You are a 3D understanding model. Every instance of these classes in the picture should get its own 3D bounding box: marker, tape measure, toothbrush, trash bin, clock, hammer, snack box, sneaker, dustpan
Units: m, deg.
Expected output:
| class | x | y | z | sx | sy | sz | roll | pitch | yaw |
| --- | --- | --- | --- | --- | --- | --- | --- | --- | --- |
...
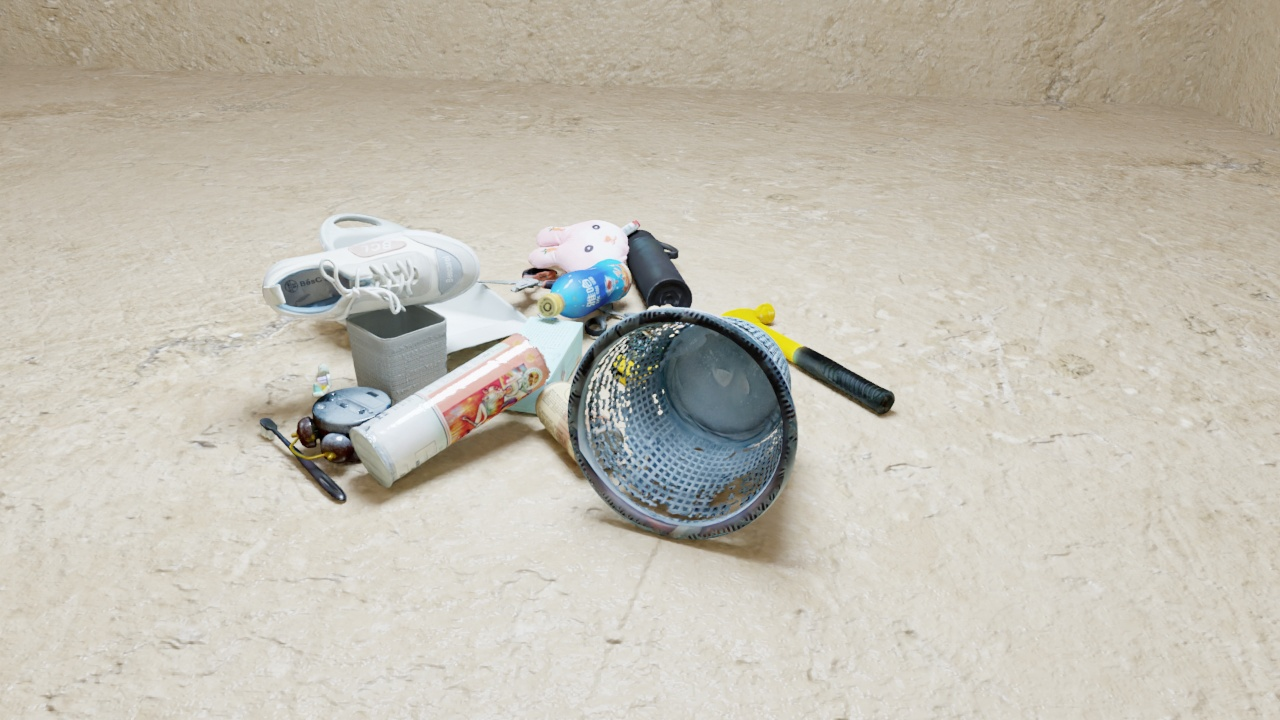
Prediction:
| class | x | y | z | sx | sy | sz | roll | pitch | yaw |
| --- | --- | --- | --- | --- | --- | --- | --- | --- | --- |
| marker | -0.062 | -0.185 | 1.498 | 0.145 | 0.017 | 0.017 | -35 | 37 | -9 |
| tape measure | 0.010 | -0.022 | 1.246 | 0.054 | 0.025 | 0.058 | 3 | 26 | -1 |
| toothbrush | -0.361 | 0.106 | 0.976 | 0.181 | 0.018 | 0.015 | 28 | 20 | 37 |
| trash bin | 0.066 | 0.044 | 0.946 | 0.227 | 0.227 | 0.194 | 12 | 15 | 18 |
| tape measure | -0.007 | 0.007 | 1.183 | 0.059 | 0.029 | 0.057 | -16 | 32 | -33 |
| clock | -0.321 | 0.074 | 0.995 | 0.082 | 0.055 | 0.121 | 21 | 32 | 31 |
| hammer | 0.213 | -0.006 | 1.222 | 0.128 | 0.033 | 0.301 | -16 | 32 | -31 |
| snack box | -0.128 | 0.004 | 1.154 | 0.074 | 0.052 | 0.174 | 8 | 28 | 8 |
| sneaker | -0.299 | -0.094 | 1.029 | 0.242 | 0.089 | 0.091 | -10 | 13 | -14 |
| dustpan | -0.304 | -0.115 | 1.241 | 0.258 | 0.143 | 0.222 | 10 | 15 | 23 |
| toothbrush | -0.373 | 0.019 | 1.077 | 0.020 | 0.029 | 0.190 | 40 | -7 | -18 |

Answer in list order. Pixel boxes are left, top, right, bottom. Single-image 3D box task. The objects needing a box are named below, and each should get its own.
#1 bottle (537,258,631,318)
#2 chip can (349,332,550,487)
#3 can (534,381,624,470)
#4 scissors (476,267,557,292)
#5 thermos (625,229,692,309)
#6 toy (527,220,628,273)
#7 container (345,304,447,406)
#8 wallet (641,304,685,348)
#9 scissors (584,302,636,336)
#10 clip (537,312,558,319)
| class | x | y | z | sx | sy | sz | roll | pitch | yaw |
| --- | --- | --- | --- | --- | --- | --- | --- | --- | --- |
| bottle | -0.081 | -0.097 | 1.287 | 0.065 | 0.065 | 0.218 | 13 | 19 | 20 |
| chip can | -0.201 | 0.048 | 0.988 | 0.214 | 0.071 | 0.071 | -34 | 43 | -31 |
| can | -0.069 | 0.072 | 1.016 | 0.058 | 0.059 | 0.116 | -13 | 31 | -27 |
| scissors | -0.154 | -0.119 | 1.385 | 0.226 | 0.015 | 0.189 | 4 | 15 | -27 |
| thermos | 0.031 | -0.142 | 1.431 | 0.090 | 0.068 | 0.242 | -7 | 28 | -7 |
| toy | -0.097 | -0.176 | 1.455 | 0.159 | 0.054 | 0.121 | 3 | 50 | 11 |
| container | -0.282 | 0.002 | 1.075 | 0.090 | 0.114 | 0.090 | 25 | 35 | 37 |
| wallet | 0.043 | -0.045 | 1.254 | 0.087 | 0.024 | 0.115 | 31 | 26 | 11 |
| scissors | -0.048 | -0.069 | 1.350 | 0.181 | 0.014 | 0.159 | 15 | 26 | 27 |
| clip | -0.134 | -0.056 | 1.311 | 0.026 | 0.043 | 0.058 | -8 | 25 | -16 |
